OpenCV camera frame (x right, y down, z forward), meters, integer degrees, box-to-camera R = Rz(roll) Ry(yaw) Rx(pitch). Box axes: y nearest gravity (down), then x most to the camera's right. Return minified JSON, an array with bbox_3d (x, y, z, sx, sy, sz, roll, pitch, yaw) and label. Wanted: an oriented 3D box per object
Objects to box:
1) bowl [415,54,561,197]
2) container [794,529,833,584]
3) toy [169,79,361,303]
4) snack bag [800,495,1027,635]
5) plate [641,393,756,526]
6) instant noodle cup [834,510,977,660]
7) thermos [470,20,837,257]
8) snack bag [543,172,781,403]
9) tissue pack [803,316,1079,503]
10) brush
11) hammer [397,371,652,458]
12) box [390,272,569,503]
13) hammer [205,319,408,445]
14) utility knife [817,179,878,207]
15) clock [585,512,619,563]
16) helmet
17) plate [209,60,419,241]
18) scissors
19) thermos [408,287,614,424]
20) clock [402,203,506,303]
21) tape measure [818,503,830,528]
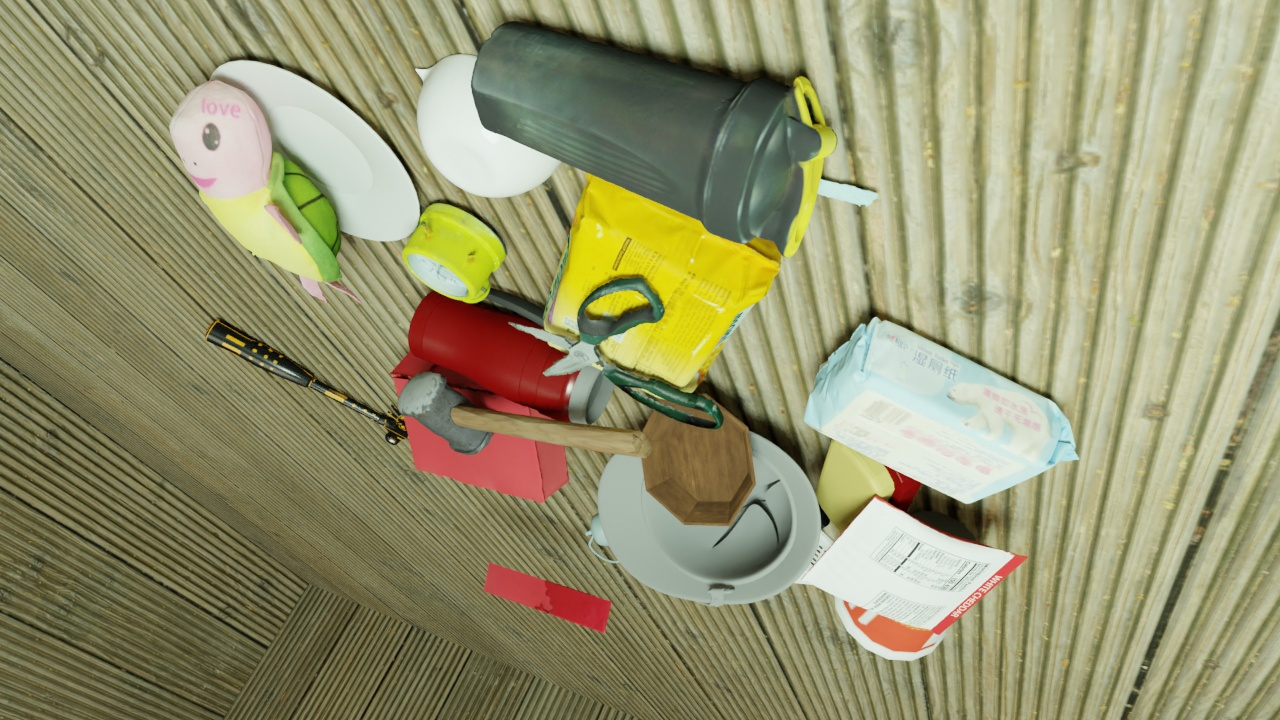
[{"bbox_3d":[-0.118,-0.161,0.674,0.115,0.050,0.115,21,152,12],"label":"bowl"},{"bbox_3d":[0.165,0.211,1.058,0.081,0.049,0.129,-9,135,49],"label":"container"},{"bbox_3d":[-0.332,-0.138,0.826,0.190,0.087,0.238,28,155,43],"label":"toy"},{"bbox_3d":[0.236,0.185,0.803,0.144,0.039,0.131,23,129,-6],"label":"snack bag"},{"bbox_3d":[0.058,0.092,0.862,0.131,0.025,0.131,7,102,36],"label":"plate"},{"bbox_3d":[0.273,0.219,0.916,0.123,0.123,0.121,24,145,7],"label":"instant noodle cup"},{"bbox_3d":[0.006,-0.144,0.561,0.221,0.098,0.098,24,153,18],"label":"thermos"},{"bbox_3d":[0.004,-0.051,0.736,0.159,0.068,0.248,28,152,0],"label":"snack bag"},{"bbox_3d":[0.224,0.042,0.702,0.182,0.069,0.112,26,153,-2],"label":"tissue pack"},{"bbox_3d":[0.199,0.111,0.828,0.082,0.041,0.174,53,163,27],"label":"brush"},{"bbox_3d":[-0.112,0.062,0.870,0.329,0.052,0.098,5,150,45],"label":"hammer"},{"bbox_3d":[-0.157,-0.087,1.061,0.215,0.478,0.171,7,170,33],"label":"box"},{"bbox_3d":[-0.481,0.031,1.340,0.320,0.036,0.124,30,152,-10],"label":"hammer"},{"bbox_3d":[0.048,-0.137,0.614,0.225,0.019,0.030,15,159,15],"label":"utility knife"},{"bbox_3d":[0.010,0.188,1.076,0.159,0.045,0.122,-37,123,17],"label":"clock"},{"bbox_3d":[0.089,0.144,0.940,0.272,0.117,0.183,-11,91,41],"label":"helmet"},{"bbox_3d":[-0.287,-0.184,0.820,0.209,0.015,0.209,21,152,12],"label":"plate"},{"bbox_3d":[-0.004,0.004,0.749,0.204,0.015,0.202,34,150,-20],"label":"scissors"},{"bbox_3d":[-0.125,-0.014,0.906,0.199,0.083,0.108,21,125,16],"label":"thermos"},{"bbox_3d":[-0.170,-0.092,0.833,0.083,0.057,0.119,29,159,-4],"label":"clock"},{"bbox_3d":[0.164,0.168,0.979,0.061,0.061,0.034,44,-167,-30],"label":"tape measure"}]
